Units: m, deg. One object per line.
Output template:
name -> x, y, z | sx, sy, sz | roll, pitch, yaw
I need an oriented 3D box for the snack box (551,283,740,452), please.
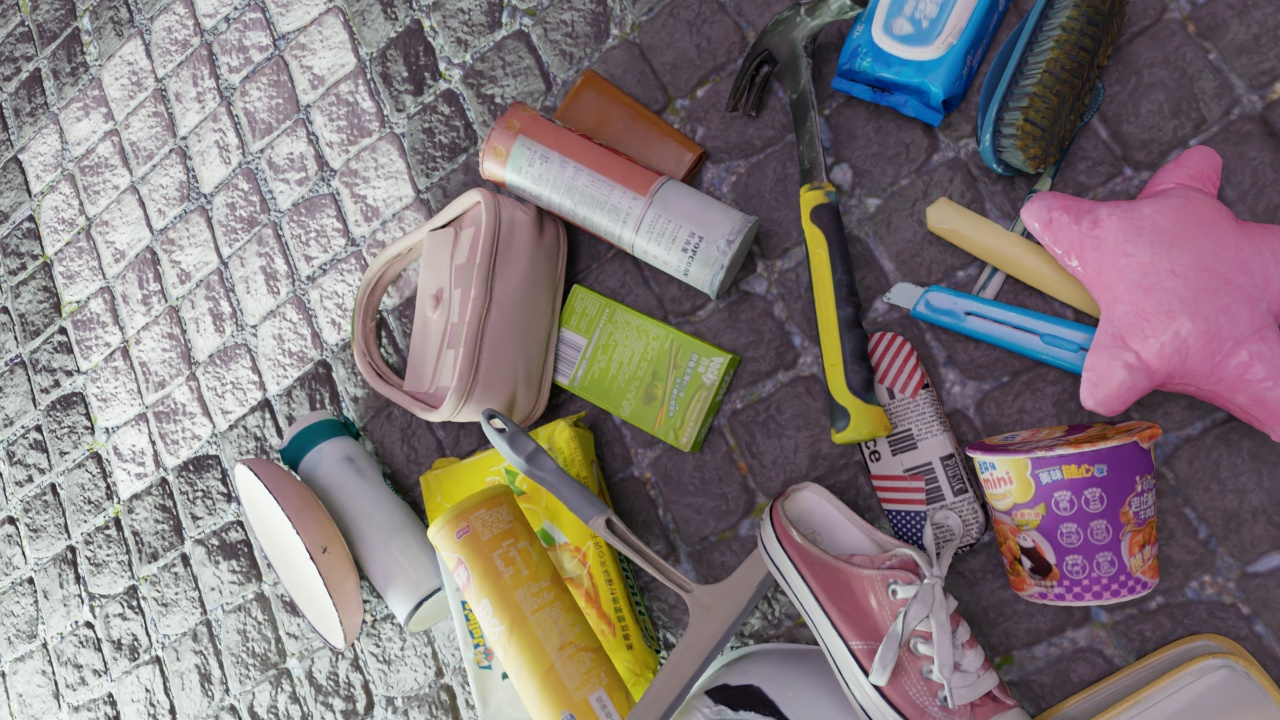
snack box -> -0.004, 0.004, 0.749 | 0.156, 0.026, 0.086 | 25, 96, 25

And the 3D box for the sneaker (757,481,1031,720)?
sneaker -> 0.167, 0.163, 0.572 | 0.241, 0.118, 0.088 | 52, 141, 30

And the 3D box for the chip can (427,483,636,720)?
chip can -> -0.073, 0.195, 0.663 | 0.072, 0.072, 0.213 | -40, 72, 16

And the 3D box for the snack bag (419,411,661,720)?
snack bag -> -0.078, 0.172, 0.743 | 0.158, 0.068, 0.246 | -23, 75, 21

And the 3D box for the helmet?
helmet -> 0.107, 0.313, 0.599 | 0.259, 0.145, 0.229 | 34, 99, 24

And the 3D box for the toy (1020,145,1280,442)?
toy -> 0.343, -0.041, 0.560 | 0.178, 0.074, 0.194 | -13, 68, 6

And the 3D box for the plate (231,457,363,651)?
plate -> -0.299, 0.167, 0.819 | 0.192, 0.038, 0.193 | 33, 138, 35

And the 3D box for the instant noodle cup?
instant noodle cup -> 0.268, 0.094, 0.572 | 0.112, 0.111, 0.099 | -9, 88, 24

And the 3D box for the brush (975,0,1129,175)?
brush -> 0.269, -0.194, 0.622 | 0.073, 0.055, 0.144 | 28, 95, 64

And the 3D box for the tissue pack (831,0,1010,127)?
tissue pack -> 0.210, -0.255, 0.661 | 0.095, 0.052, 0.157 | 28, 96, 25

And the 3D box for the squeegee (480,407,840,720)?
squeegee -> -0.026, 0.118, 0.674 | 0.246, 0.039, 0.245 | 37, 66, 14

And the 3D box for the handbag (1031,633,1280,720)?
handbag -> 0.336, 0.277, 0.546 | 0.164, 0.063, 0.178 | -39, 74, 18

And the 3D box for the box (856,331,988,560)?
box -> 0.191, 0.058, 0.648 | 0.074, 0.064, 0.164 | -31, 70, 47

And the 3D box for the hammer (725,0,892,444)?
hammer -> 0.128, -0.101, 0.654 | 0.126, 0.031, 0.323 | -20, 72, 50

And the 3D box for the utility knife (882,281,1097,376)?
utility knife -> 0.249, -0.023, 0.628 | 0.166, 0.018, 0.034 | 20, 103, 20

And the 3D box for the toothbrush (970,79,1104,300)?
toothbrush -> 0.271, -0.107, 0.636 | 0.016, 0.018, 0.192 | 30, 97, 25

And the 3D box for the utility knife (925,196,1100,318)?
utility knife -> 0.264, -0.069, 0.624 | 0.152, 0.018, 0.031 | 31, 97, 8

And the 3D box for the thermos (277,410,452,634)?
thermos -> -0.242, 0.136, 0.826 | 0.224, 0.073, 0.073 | 46, 103, 22

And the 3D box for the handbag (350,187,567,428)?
handbag -> -0.177, -0.042, 0.803 | 0.235, 0.093, 0.193 | 3, 81, 42

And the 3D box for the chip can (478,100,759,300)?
chip can -> -0.019, -0.126, 0.715 | 0.215, 0.071, 0.071 | 28, 97, 10

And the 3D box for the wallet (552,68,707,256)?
wallet -> -0.028, -0.162, 0.771 | 0.130, 0.035, 0.119 | 40, 106, 16
